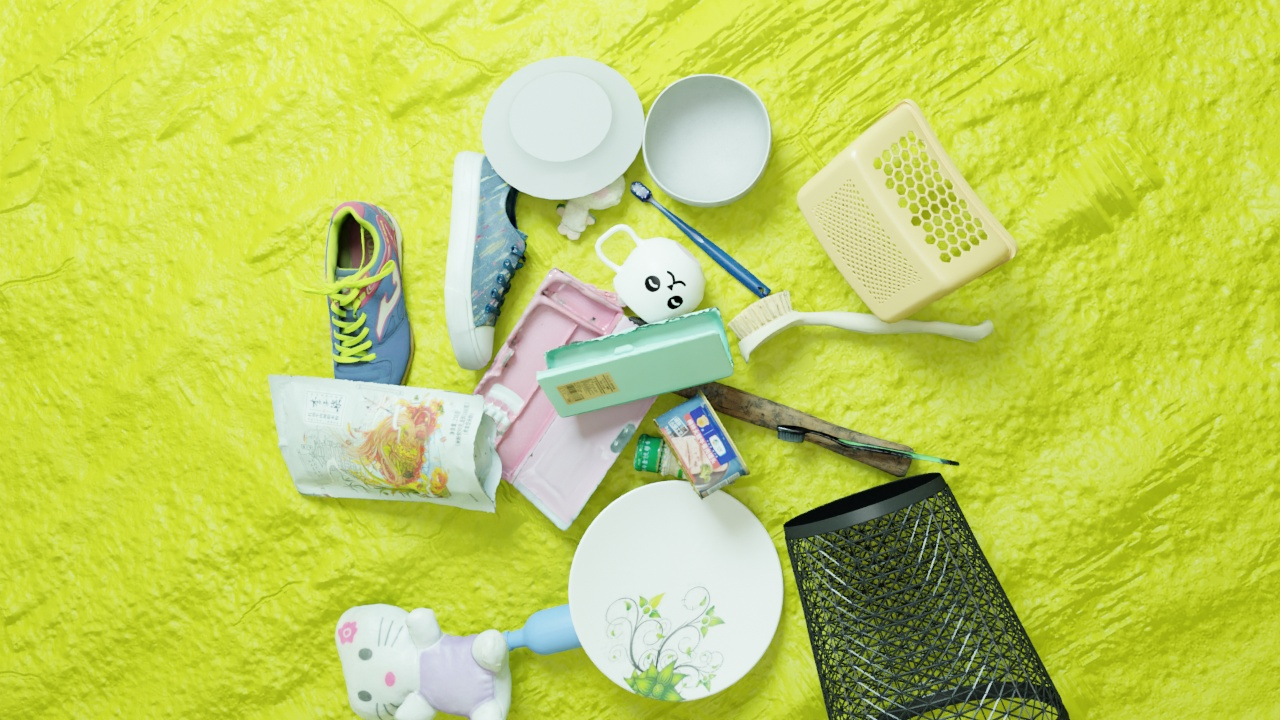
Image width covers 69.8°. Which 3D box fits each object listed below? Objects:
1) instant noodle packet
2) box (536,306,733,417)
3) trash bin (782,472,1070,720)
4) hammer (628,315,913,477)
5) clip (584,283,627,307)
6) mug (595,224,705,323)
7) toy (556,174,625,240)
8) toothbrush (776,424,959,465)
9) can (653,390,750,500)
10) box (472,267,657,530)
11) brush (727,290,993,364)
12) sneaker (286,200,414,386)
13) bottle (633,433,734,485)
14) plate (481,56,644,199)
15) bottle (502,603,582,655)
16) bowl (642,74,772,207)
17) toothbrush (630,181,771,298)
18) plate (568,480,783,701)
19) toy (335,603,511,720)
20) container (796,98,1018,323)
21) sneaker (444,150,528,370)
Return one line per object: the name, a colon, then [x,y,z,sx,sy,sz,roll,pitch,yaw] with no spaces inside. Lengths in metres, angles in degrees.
instant noodle packet: [-0.281,0.091,0.985,0.269,0.057,0.147,2,108,19]
box: [-0.006,0.008,0.899,0.189,0.079,0.077,-13,96,11]
trash bin: [0.256,0.251,0.888,0.217,0.217,0.243,-20,83,8]
hammer: [0.124,0.062,0.979,0.330,0.033,0.120,20,99,6]
clip: [-0.039,-0.069,0.999,0.057,0.035,0.022,13,91,1]
mug: [0.011,-0.094,0.949,0.124,0.090,0.076,40,105,-14]
toy: [-0.060,-0.189,0.982,0.087,0.050,0.112,18,82,7]
toothbrush: [0.233,0.091,0.946,0.188,0.014,0.017,11,112,6]
can: [0.062,0.088,0.937,0.059,0.054,0.100,-31,80,-2]
box: [-0.084,0.040,0.982,0.180,0.055,0.233,36,102,5]
brush: [0.227,-0.035,0.952,0.272,0.062,0.077,0,97,3]
sneaker: [-0.313,-0.051,0.997,0.116,0.091,0.242,0,93,5]
bottle: [0.049,0.107,0.982,0.110,0.042,0.042,9,94,5]
plate: [-0.083,-0.252,0.964,0.173,0.019,0.172,-1,72,3]
bottle: [-0.096,0.296,1.007,0.131,0.048,0.048,-16,91,8]
bowl: [0.070,-0.224,0.953,0.132,0.064,0.132,0,93,7]
toothbrush: [0.063,-0.130,0.982,0.190,0.017,0.016,40,97,4]
plate: [0.037,0.244,0.985,0.229,0.030,0.229,1,84,-6]
toy: [-0.234,0.330,0.995,0.210,0.085,0.137,2,95,21]
container: [0.268,-0.148,0.909,0.166,0.129,0.183,-34,88,-34]
sneaker: [-0.160,-0.106,0.981,0.079,0.087,0.235,2,90,2]
